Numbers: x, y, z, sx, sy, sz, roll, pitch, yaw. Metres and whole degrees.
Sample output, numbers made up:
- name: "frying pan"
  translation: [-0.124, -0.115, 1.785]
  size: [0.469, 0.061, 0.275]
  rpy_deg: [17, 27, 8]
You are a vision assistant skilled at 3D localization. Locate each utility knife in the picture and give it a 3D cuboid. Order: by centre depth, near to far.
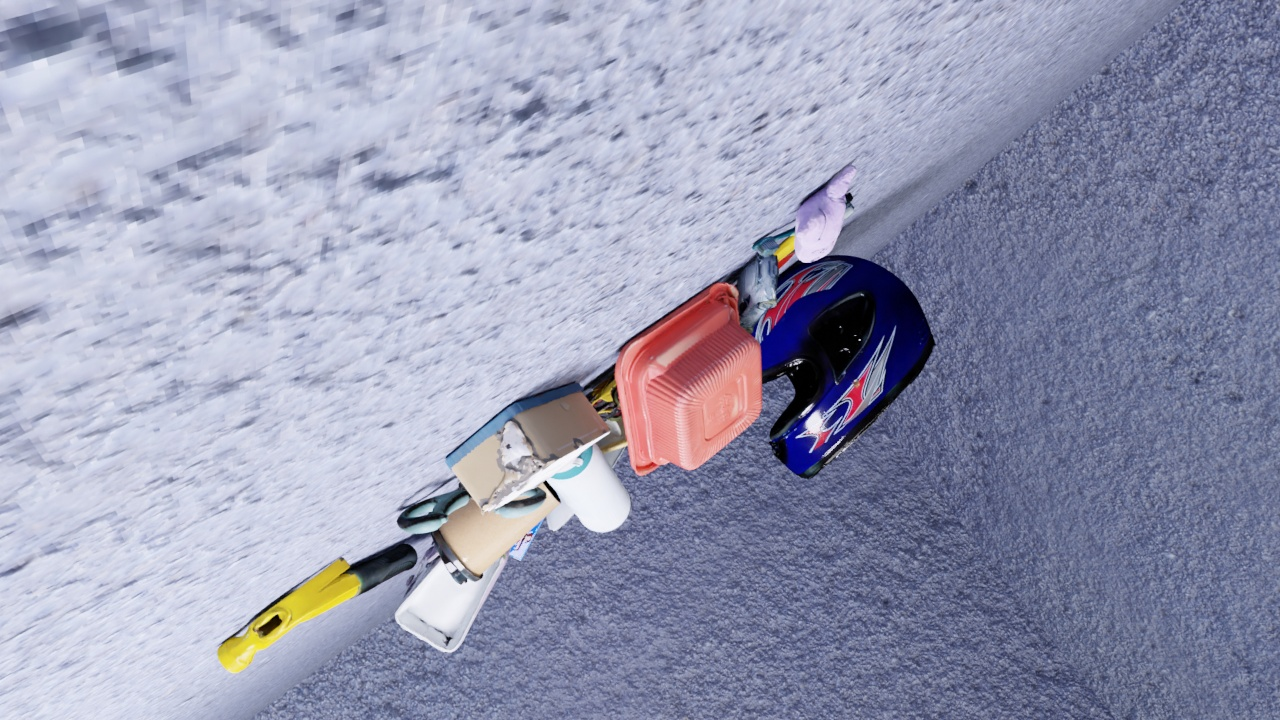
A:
- name: "utility knife"
  translation: [0.164, -0.124, 1.009]
  size: [0.174, 0.015, 0.033]
  rpy_deg: [-39, 171, 17]

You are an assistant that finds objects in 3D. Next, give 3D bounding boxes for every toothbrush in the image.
- name: "toothbrush"
  translation: [0.168, -0.130, 0.916]
  size: [0.191, 0.018, 0.016]
  rpy_deg: [-25, 157, -45]

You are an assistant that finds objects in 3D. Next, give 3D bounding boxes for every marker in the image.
- name: "marker"
  translation: [-0.006, 0.006, 1.031]
  size: [0.123, 0.015, 0.018]
  rpy_deg: [-37, -160, -25]

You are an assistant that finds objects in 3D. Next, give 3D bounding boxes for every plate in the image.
- name: "plate"
  translation: [-0.069, 0.140, 1.339]
  size: [0.162, 0.034, 0.264]
  rpy_deg: [-45, -173, 37]

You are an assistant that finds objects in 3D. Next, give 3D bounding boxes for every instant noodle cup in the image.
- name: "instant noodle cup"
  translation: [0.059, 0.029, 0.933]
  size: [0.164, 0.079, 0.189]
  rpy_deg: [-36, 139, -25]

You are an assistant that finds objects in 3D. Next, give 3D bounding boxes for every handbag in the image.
- name: "handbag"
  translation: [-0.058, 0.076, 1.131]
  size: [0.179, 0.063, 0.163]
  rpy_deg: [-23, -178, 31]
- name: "handbag"
  translation: [-0.224, 0.255, 1.154]
  size: [0.145, 0.098, 0.197]
  rpy_deg: [-54, -175, 3]

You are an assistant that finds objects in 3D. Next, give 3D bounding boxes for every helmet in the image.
- name: "helmet"
  translation: [0.264, -0.012, 1.364]
  size: [0.315, 0.240, 0.247]
  rpy_deg: [-47, 175, -3]

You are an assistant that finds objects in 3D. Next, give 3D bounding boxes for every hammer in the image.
- name: "hammer"
  translation: [-0.302, 0.232, 0.948]
  size: [0.129, 0.033, 0.300]
  rpy_deg: [-37, 175, 6]

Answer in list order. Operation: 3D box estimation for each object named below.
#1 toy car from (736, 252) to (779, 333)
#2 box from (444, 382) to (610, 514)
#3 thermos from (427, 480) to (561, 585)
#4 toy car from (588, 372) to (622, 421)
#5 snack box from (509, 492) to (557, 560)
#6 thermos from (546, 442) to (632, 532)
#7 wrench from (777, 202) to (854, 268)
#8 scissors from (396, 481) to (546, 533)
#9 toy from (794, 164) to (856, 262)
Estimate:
- name: "toy car"
  translation: [0.117, -0.069, 0.971]
  size: [0.037, 0.054, 0.121]
  rpy_deg: [8, 156, -7]
- name: "box"
  translation: [-0.091, 0.073, 0.811]
  size: [0.090, 0.062, 0.184]
  rpy_deg: [-38, 177, 13]
- name: "thermos"
  translation: [-0.161, 0.173, 1.001]
  size: [0.143, 0.093, 0.093]
  rpy_deg: [-35, 175, -3]
- name: "toy car"
  translation: [0.003, 0.012, 0.983]
  size: [0.155, 0.041, 0.071]
  rpy_deg: [-41, 177, -21]
- name: "snack box"
  translation: [-0.137, 0.188, 1.250]
  size: [0.157, 0.026, 0.084]
  rpy_deg: [-61, -170, 2]
- name: "thermos"
  translation: [-0.067, 0.124, 0.999]
  size: [0.073, 0.073, 0.224]
  rpy_deg: [-37, 152, -7]
- name: "wrench"
  translation: [0.140, -0.098, 1.080]
  size: [0.273, 0.016, 0.056]
  rpy_deg: [-38, 170, 5]
- name: "scissors"
  translation: [-0.172, 0.134, 0.869]
  size: [0.169, 0.019, 0.178]
  rpy_deg: [-12, -173, -25]
- name: "toy"
  translation: [0.168, -0.128, 0.851]
  size: [0.083, 0.039, 0.108]
  rpy_deg: [-50, 162, -7]
